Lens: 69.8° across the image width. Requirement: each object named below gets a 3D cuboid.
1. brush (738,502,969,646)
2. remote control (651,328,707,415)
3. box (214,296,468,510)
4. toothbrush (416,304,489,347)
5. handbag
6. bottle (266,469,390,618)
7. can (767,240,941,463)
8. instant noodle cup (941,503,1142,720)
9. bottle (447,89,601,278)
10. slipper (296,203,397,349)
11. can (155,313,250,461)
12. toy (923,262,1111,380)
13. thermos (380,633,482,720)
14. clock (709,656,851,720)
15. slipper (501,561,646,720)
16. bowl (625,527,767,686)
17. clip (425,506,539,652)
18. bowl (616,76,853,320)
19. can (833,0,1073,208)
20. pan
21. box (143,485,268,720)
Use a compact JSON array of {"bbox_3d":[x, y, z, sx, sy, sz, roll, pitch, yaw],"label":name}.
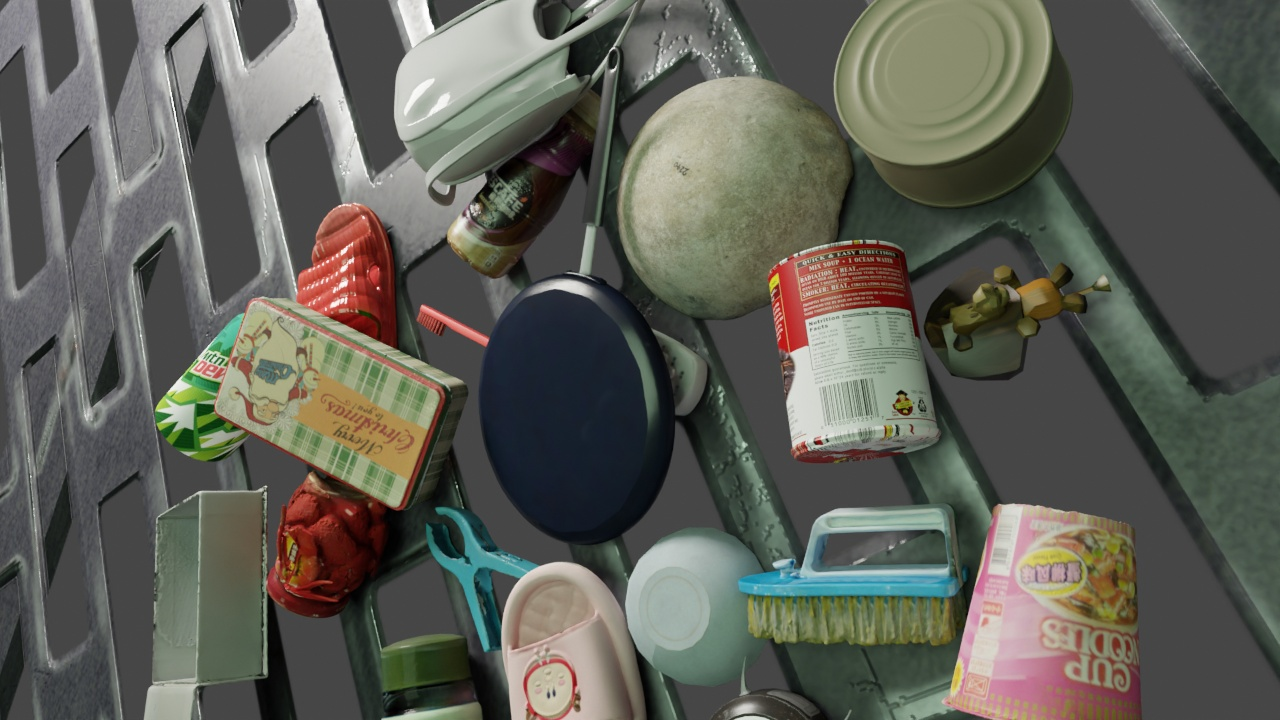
[{"bbox_3d":[0.122,0.128,0.551,0.136,0.055,0.075,-9,85,29],"label":"brush"},{"bbox_3d":[-0.004,0.004,0.673,0.114,0.028,0.060,23,93,33],"label":"remote control"},{"bbox_3d":[-0.253,0.033,0.769,0.205,0.050,0.118,25,103,14],"label":"box"},{"bbox_3d":[-0.114,-0.003,0.753,0.213,0.012,0.018,25,94,33],"label":"toothbrush"},{"bbox_3d":[-0.084,-0.230,0.723,0.223,0.095,0.215,-28,42,13],"label":"handbag"},{"bbox_3d":[-0.263,0.153,0.765,0.099,0.098,0.111,35,104,32],"label":"bottle"},{"bbox_3d":[0.127,-0.002,0.558,0.087,0.086,0.116,-14,73,29],"label":"can"},{"bbox_3d":[0.215,0.135,0.479,0.098,0.097,0.108,4,75,32],"label":"instant noodle cup"},{"bbox_3d":[-0.083,-0.143,0.734,0.166,0.059,0.059,-47,60,12],"label":"bottle"},{"bbox_3d":[-0.271,-0.028,0.828,0.104,0.059,0.248,-19,72,27],"label":"slipper"},{"bbox_3d":[-0.385,0.023,0.873,0.144,0.083,0.083,-42,62,18],"label":"can"},{"bbox_3d":[0.215,-0.028,0.527,0.100,0.062,0.076,-23,50,20],"label":"toy"},{"bbox_3d":[-0.149,0.322,0.675,0.082,0.082,0.231,-20,71,27],"label":"thermos"},{"bbox_3d":[0.077,0.256,0.563,0.091,0.043,0.123,18,90,33],"label":"clock"},{"bbox_3d":[-0.046,0.252,0.633,0.107,0.055,0.221,-24,73,27],"label":"slipper"},{"bbox_3d":[0.032,0.164,0.613,0.106,0.039,0.106,-7,77,31],"label":"bowl"},{"bbox_3d":[-0.132,0.168,0.724,0.119,0.027,0.102,43,101,30],"label":"clip"},{"bbox_3d":[0.047,-0.123,0.638,0.179,0.081,0.178,-8,75,32],"label":"bowl"},{"bbox_3d":[0.190,-0.165,0.560,0.128,0.073,0.127,-7,77,30],"label":"can"},{"bbox_3d":[-0.044,-0.040,0.656,0.199,0.021,0.357,18,105,40],"label":"pan"},{"bbox_3d":[-0.395,0.299,0.788,0.166,0.098,0.367,-24,60,48],"label":"box"}]
